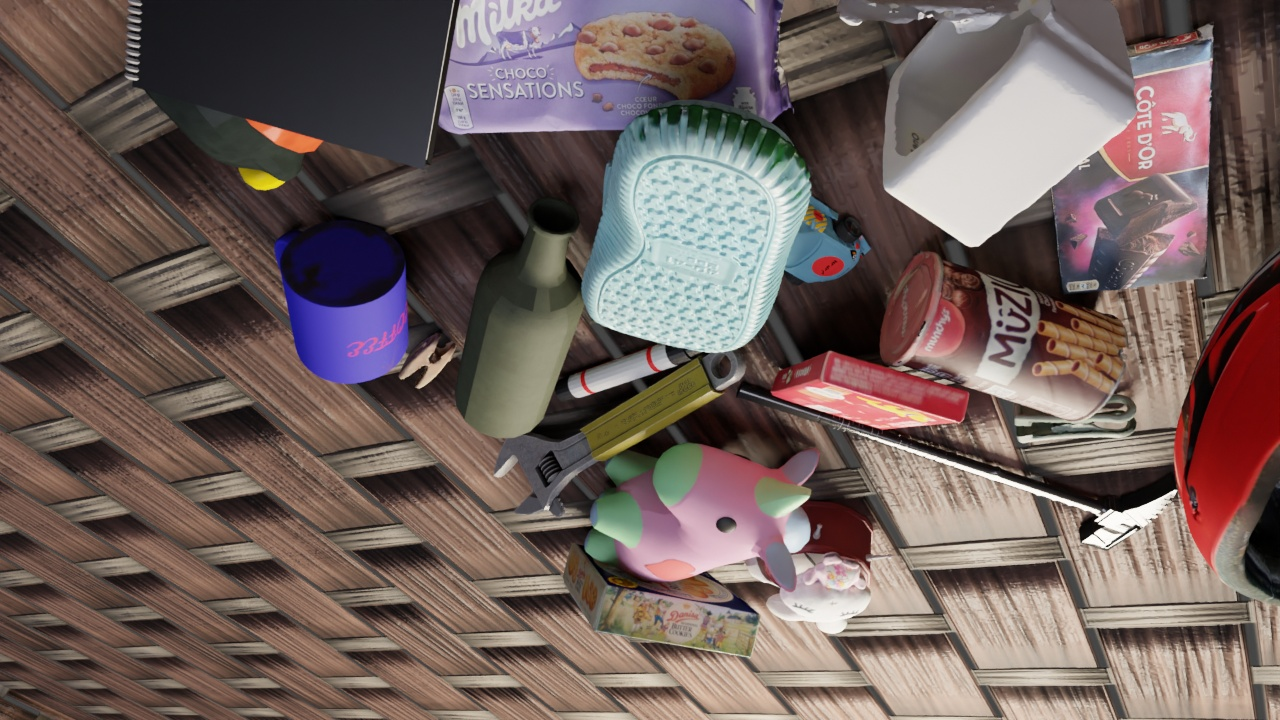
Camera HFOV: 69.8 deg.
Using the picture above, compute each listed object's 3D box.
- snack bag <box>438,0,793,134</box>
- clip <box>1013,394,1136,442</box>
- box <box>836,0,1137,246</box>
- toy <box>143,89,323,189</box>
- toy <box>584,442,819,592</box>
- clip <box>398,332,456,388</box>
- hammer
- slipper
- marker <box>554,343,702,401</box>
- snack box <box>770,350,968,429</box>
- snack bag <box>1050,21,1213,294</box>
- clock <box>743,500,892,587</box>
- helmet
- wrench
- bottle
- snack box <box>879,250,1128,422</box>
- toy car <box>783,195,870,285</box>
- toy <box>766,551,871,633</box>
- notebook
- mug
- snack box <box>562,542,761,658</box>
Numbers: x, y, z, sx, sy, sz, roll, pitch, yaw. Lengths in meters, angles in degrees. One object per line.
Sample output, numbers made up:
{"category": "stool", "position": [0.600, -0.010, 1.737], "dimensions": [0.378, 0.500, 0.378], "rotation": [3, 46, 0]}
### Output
{"category": "snack bag", "position": [-0.028, -0.166, 0.454], "dimensions": [0.206, 0.058, 0.096], "rotation": [5, 137, 16]}
{"category": "clip", "position": [0.295, 0.039, 0.623], "dimensions": [0.076, 0.023, 0.047], "rotation": [-4, 139, 25]}
{"category": "box", "position": [0.129, -0.137, 0.399], "dimensions": [0.130, 0.109, 0.103], "rotation": [26, 139, -15]}
{"category": "toy", "position": [-0.196, -0.159, 0.491], "dimensions": [0.119, 0.097, 0.099], "rotation": [-25, 175, 11]}
{"category": "toy", "position": [0.046, 0.134, 0.755], "dimensions": [0.171, 0.119, 0.223], "rotation": [16, 148, 2]}
{"category": "clip", "position": [-0.166, 0.000, 0.724], "dimensions": [0.047, 0.025, 0.062], "rotation": [12, 134, -3]}
{"category": "hammer", "position": [0.229, 0.069, 0.686], "dimensions": [0.325, 0.015, 0.095], "rotation": [18, 141, -3]}
{"category": "slipper", "position": [0.029, -0.071, 0.502], "dimensions": [0.116, 0.069, 0.277], "rotation": [20, 162, 1]}
{"category": "marker", "position": [-0.004, 0.004, 0.678], "dimensions": [0.146, 0.019, 0.019], "rotation": [-19, 130, 35]}
{"category": "snack box", "position": [0.143, 0.022, 0.599], "dimensions": [0.089, 0.021, 0.133], "rotation": [17, 173, -3]}
{"category": "snack bag", "position": [0.254, -0.096, 0.480], "dimensions": [0.075, 0.018, 0.155], "rotation": [-6, 135, 25]}
{"category": "clock", "position": [0.151, 0.173, 0.808], "dimensions": [0.096, 0.048, 0.138], "rotation": [24, 139, -11]}
{"category": "helmet", "position": [0.386, 0.025, 0.458], "dimensions": [0.217, 0.166, 0.273], "rotation": [-2, 134, -1]}
{"category": "wrench", "position": [-0.025, 0.055, 0.721], "dimensions": [0.274, 0.083, 0.018], "rotation": [-34, 156, 35]}
{"category": "bottle", "position": [-0.079, -0.027, 0.625], "dimensions": [0.071, 0.071, 0.207], "rotation": [19, 141, -5]}
{"category": "snack box", "position": [0.214, -0.013, 0.547], "dimensions": [0.121, 0.072, 0.072], "rotation": [18, 141, -4]}
{"category": "toy car", "position": [0.085, -0.075, 0.548], "dimensions": [0.107, 0.027, 0.060], "rotation": [30, 139, -17]}
{"category": "toy", "position": [0.153, 0.197, 0.766], "dimensions": [0.076, 0.037, 0.126], "rotation": [12, 144, -3]}
{"category": "notebook", "position": [-0.148, -0.205, 0.404], "dimensions": [0.149, 0.016, 0.207], "rotation": [16, 113, -1]}
{"category": "mug", "position": [-0.216, -0.049, 0.646], "dimensions": [0.111, 0.079, 0.084], "rotation": [38, 144, 17]}
{"category": "snack box", "position": [0.015, 0.215, 0.830], "dimensions": [0.145, 0.042, 0.144], "rotation": [15, 179, -16]}
